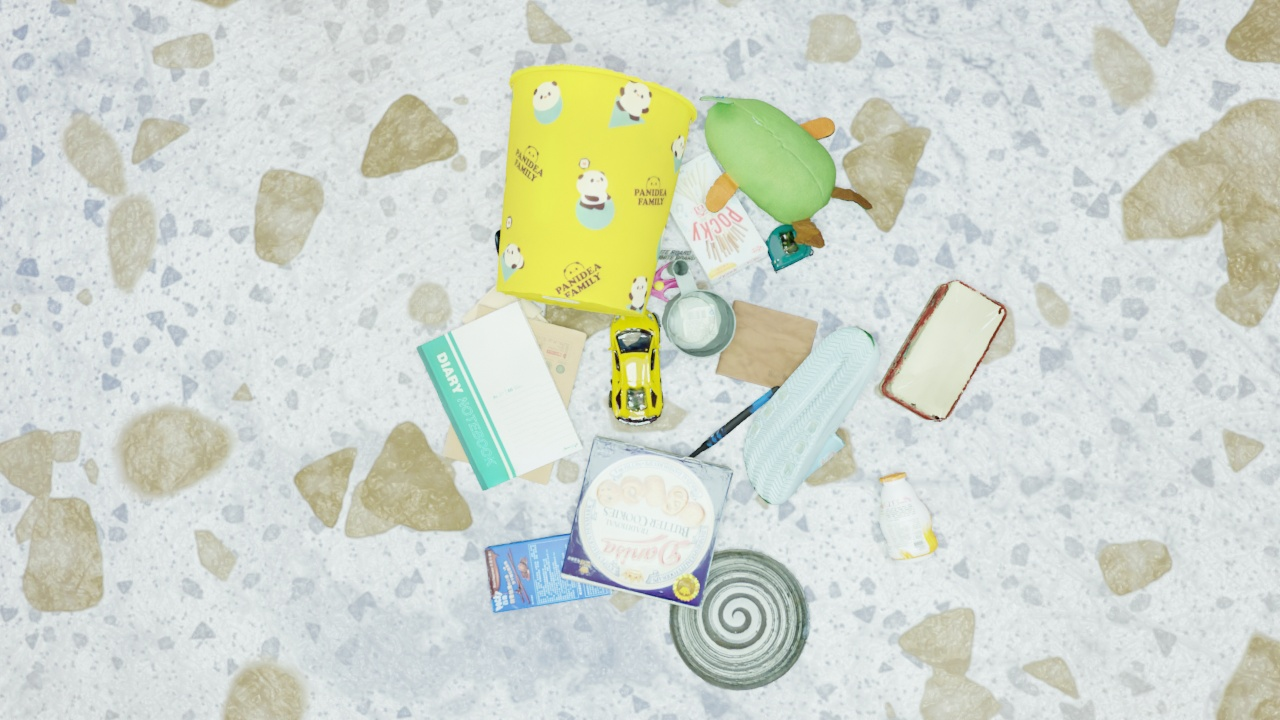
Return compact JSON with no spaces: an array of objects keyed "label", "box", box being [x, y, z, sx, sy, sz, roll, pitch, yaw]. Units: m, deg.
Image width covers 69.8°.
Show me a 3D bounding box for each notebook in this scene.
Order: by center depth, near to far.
[{"label":"notebook","box":[-0.182,0.047,1.188,0.150,0.012,0.209,-24,93,8]},{"label":"notebook","box":[-0.165,0.045,1.197,0.148,0.008,0.208,15,96,4]}]

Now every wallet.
[{"label":"wallet","box":[0.164,-0.017,1.190,0.115,0.020,0.101,14,90,1]},{"label":"wallet","box":[-0.167,-0.043,1.208,0.087,0.024,0.115,-44,85,-1]}]

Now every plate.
[{"label":"plate","box":[0.126,0.329,1.173,0.179,0.024,0.179,0,87,5]}]

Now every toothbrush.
[{"label":"toothbrush","box":[0.106,0.094,1.183,0.189,0.016,0.014,-39,90,5]}]

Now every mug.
[{"label":"mug","box":[0.063,-0.067,1.145,0.083,0.103,0.124,-20,96,-1]}]

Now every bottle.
[{"label":"bottle","box":[0.329,0.196,1.146,0.063,0.063,0.108,-16,87,2]}]

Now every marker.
[{"label":"marker","box":[0.043,-0.139,1.203,0.146,0.017,0.017,2,87,4]}]

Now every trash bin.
[{"label":"trash bin","box":[-0.064,-0.193,1.111,0.229,0.229,0.255,9,90,4]}]

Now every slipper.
[{"label":"slipper","box":[0.217,0.069,1.146,0.246,0.074,0.104,-57,43,12]}]

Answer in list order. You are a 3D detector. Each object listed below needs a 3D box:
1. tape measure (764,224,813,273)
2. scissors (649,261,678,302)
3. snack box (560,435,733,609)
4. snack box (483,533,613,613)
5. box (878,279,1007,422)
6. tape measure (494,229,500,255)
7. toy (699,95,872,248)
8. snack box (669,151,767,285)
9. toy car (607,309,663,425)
[{"label":"tape measure","box":[0.190,-0.149,1.190,0.058,0.025,0.054,-25,87,1]},{"label":"scissors","box":[-0.002,-0.091,1.202,0.133,0.017,0.057,-13,94,1]},{"label":"snack box","box":[0.009,0.202,1.152,0.178,0.046,0.182,13,84,2]},{"label":"snack box","box":[-0.119,0.271,1.187,0.157,0.026,0.084,-9,85,3]},{"label":"box","box":[0.377,-0.013,1.147,0.091,0.076,0.168,30,89,4]},{"label":"tape measure","box":[-0.164,-0.146,1.196,0.039,0.058,0.057,-14,84,6]},{"label":"toy","box":[0.173,-0.247,1.163,0.226,0.090,0.246,-36,77,-25]},{"label":"snack box","box":[0.090,-0.185,1.187,0.084,0.027,0.156,-29,77,-1]},{"label":"toy car","box":[-0.007,0.007,1.187,0.071,0.041,0.155,-1,86,3]}]
